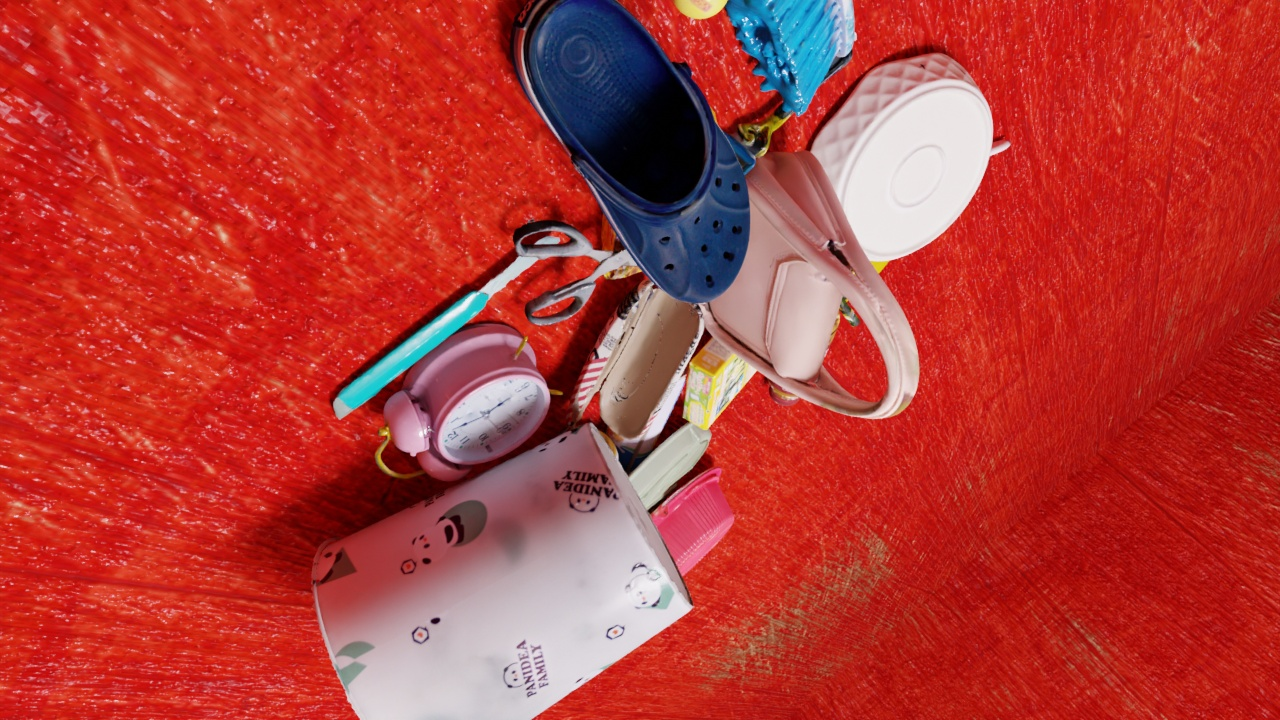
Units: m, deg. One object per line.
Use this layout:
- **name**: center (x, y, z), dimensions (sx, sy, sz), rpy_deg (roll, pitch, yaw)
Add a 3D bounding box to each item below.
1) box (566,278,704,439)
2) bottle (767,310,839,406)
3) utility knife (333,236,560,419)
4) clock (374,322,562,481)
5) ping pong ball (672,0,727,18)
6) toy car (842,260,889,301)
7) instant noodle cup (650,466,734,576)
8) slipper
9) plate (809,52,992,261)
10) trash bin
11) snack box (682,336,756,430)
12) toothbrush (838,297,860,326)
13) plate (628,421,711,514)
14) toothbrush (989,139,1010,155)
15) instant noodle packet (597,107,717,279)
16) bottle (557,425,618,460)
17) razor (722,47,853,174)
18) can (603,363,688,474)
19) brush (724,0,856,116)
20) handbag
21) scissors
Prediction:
- **box**: center (-0.003, 0.005, 0.832), dimensions (0.163, 0.087, 0.076), rpy_deg (-64, 180, 27)
- **bottle**: center (0.174, -0.006, 1.013), dimensions (0.057, 0.057, 0.175), rpy_deg (-29, 155, -17)
- **utility knife**: center (-0.151, -0.028, 0.707), dimensions (0.222, 0.013, 0.029), rpy_deg (-37, 150, 0)
- **clock**: center (-0.147, 0.042, 0.755), dimensions (0.158, 0.060, 0.117), rpy_deg (-34, 147, -5)
- **ping pong ball**: center (0.039, -0.247, 0.605), dimensions (0.040, 0.040, 0.040), rpy_deg (-27, 146, -20)
- **toy car**: center (0.232, -0.107, 0.976), dimensions (0.156, 0.041, 0.071), rpy_deg (-47, 146, 15)
- **instant noodle cup**: center (0.048, 0.217, 1.123), dimensions (0.193, 0.066, 0.194), rpy_deg (-41, 164, -15)
- **slipper**: center (0.013, -0.137, 0.611), dimensions (0.105, 0.095, 0.253), rpy_deg (-40, 127, -3)
- **plate**: center (0.248, -0.180, 0.860), dimensions (0.204, 0.045, 0.205), rpy_deg (-17, 132, -20)
- **trash bin**: center (-0.108, 0.192, 0.790), dimensions (0.252, 0.229, 0.230), rpy_deg (-30, 148, -1)
- **snack box**: center (0.095, -0.005, 0.926), dimensions (0.140, 0.034, 0.087), rpy_deg (-48, 156, -34)
- **toothbrush**: center (0.184, -0.085, 0.932), dimensions (0.012, 0.017, 0.186), rpy_deg (-39, 133, 9)
- **plate**: center (-0.002, 0.152, 0.996), dimensions (0.230, 0.027, 0.230), rpy_deg (-45, 168, -13)
- **toothbrush**: center (0.330, -0.210, 0.972), dimensions (0.179, 0.016, 0.016), rpy_deg (-22, 138, -24)
- **instant noodle packet**: center (0.016, -0.131, 0.724), dimensions (0.110, 0.044, 0.129), rpy_deg (-27, 146, -23)
- **bottle**: center (-0.086, 0.151, 0.942), dimensions (0.067, 0.068, 0.190), rpy_deg (-4, 134, -43)
- **razor**: center (0.119, -0.208, 0.748), dimensions (0.142, 0.042, 0.022), rpy_deg (-43, 167, -4)
- **can**: center (0.002, 0.051, 0.922), dimensions (0.053, 0.053, 0.135), rpy_deg (-10, 138, -38)
- **brush**: center (0.093, -0.299, 0.591), dimensions (0.109, 0.060, 0.314), rpy_deg (-44, 146, -3)
- **handbag**: center (0.146, -0.046, 0.778), dimensions (0.093, 0.234, 0.194), rpy_deg (-23, 143, -19)
- **scissors**: center (-0.024, -0.080, 0.714), dimensions (0.181, 0.014, 0.159), rpy_deg (-37, 142, 20)
